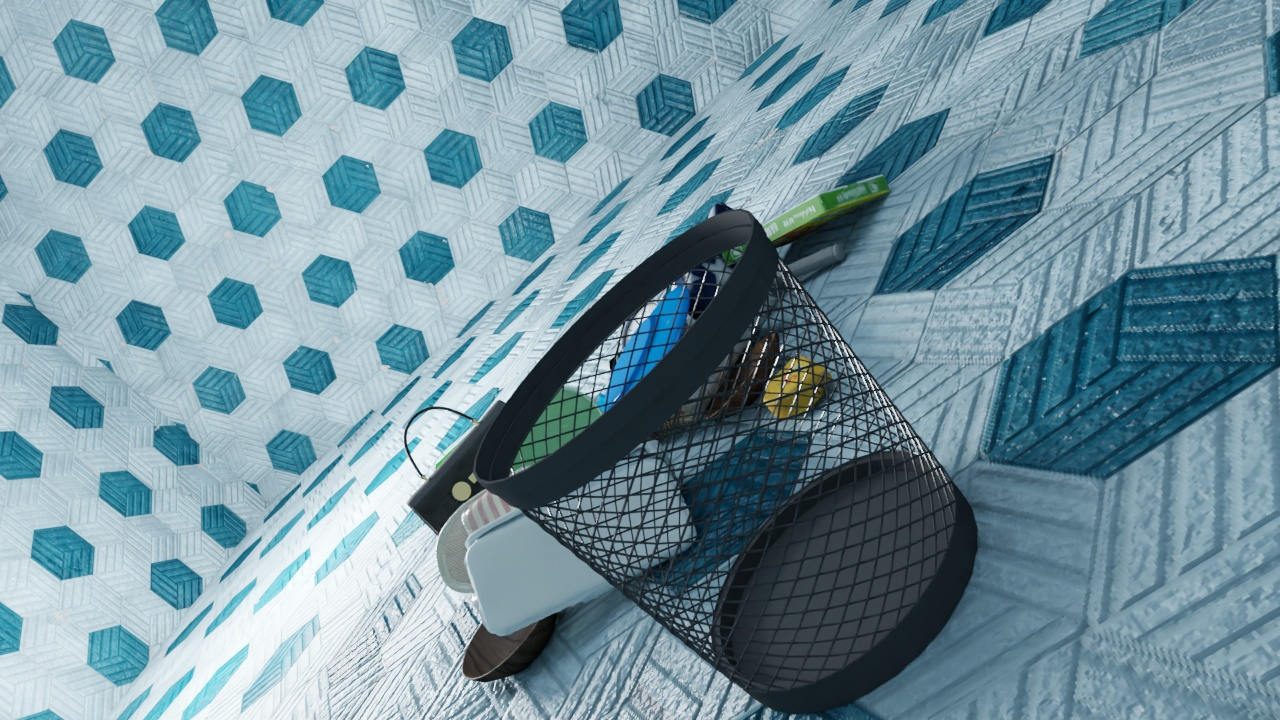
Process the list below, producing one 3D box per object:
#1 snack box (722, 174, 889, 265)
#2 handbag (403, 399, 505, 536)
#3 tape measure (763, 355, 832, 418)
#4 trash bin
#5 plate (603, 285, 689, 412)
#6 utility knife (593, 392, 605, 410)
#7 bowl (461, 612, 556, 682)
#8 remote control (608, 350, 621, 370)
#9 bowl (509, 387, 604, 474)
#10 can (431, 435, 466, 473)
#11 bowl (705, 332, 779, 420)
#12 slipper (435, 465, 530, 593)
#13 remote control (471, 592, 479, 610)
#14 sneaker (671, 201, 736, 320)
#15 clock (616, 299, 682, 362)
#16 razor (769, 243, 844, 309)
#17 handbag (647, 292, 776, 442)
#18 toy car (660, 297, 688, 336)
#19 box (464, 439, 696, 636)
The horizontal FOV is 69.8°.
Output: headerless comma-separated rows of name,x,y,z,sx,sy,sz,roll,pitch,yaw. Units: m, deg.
snack box,0.196,-0.168,1.102,0.131,0.027,0.168,-22,-2,-40
handbag,-0.199,0.131,1.104,0.175,0.196,0.072,-50,16,-19
tape measure,0.140,0.027,0.825,0.059,0.030,0.068,-45,13,-2
trash bin,0.057,0.067,0.562,0.218,0.227,0.217,-40,16,14
plate,-0.007,0.006,1.101,0.225,0.024,0.224,-59,12,21
utility knife,-0.035,0.066,1.201,0.031,0.015,0.220,-51,18,-7
bowl,-0.115,0.259,0.867,0.119,0.032,0.119,-40,16,14
remote control,0.011,-0.038,1.352,0.150,0.013,0.034,-42,16,10
bowl,-0.083,0.110,1.033,0.151,0.077,0.150,-9,69,25
can,-0.234,0.150,1.349,0.140,0.088,0.088,-44,15,2
bowl,0.109,0.021,0.915,0.114,0.026,0.102,-54,3,-41
slipper,-0.108,0.159,0.952,0.263,0.115,0.052,-30,-26,13
remote control,-0.148,0.233,1.024,0.060,0.028,0.114,-30,21,37
sneaker,0.088,-0.103,1.216,0.133,0.103,0.268,-52,9,32
clock,0.006,-0.030,1.235,0.123,0.035,0.094,-33,45,40
razor,0.181,-0.105,1.056,0.116,0.047,0.088,-21,27,39
handbag,0.069,0.004,1.007,0.185,0.047,0.124,-54,7,-27
toy car,0.039,-0.056,1.271,0.039,0.039,0.113,-43,19,8
box,-0.051,0.170,0.850,0.210,0.105,0.129,-24,59,4
